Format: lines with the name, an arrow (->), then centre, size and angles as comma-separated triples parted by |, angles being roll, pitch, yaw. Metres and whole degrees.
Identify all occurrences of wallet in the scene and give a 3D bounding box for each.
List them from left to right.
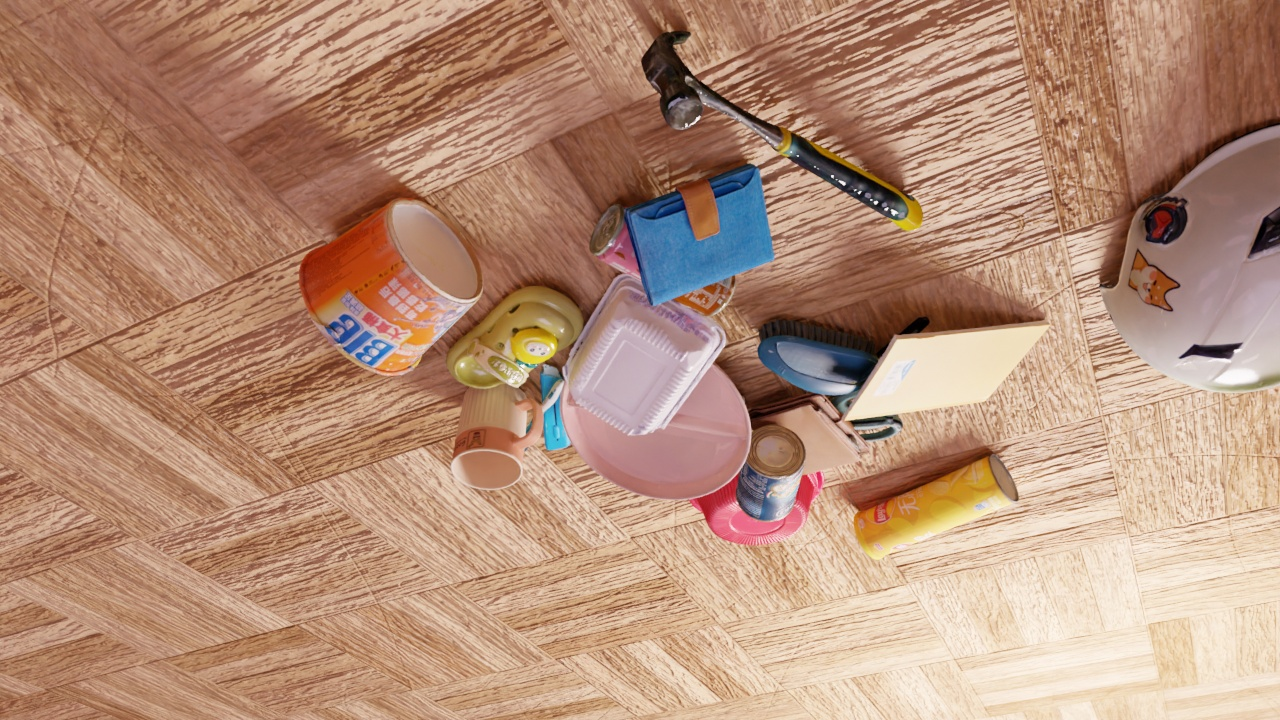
wallet -> 0.058, -0.118, 0.862 | 0.133, 0.040, 0.106 | -21, 122, -9
wallet -> 0.206, 0.091, 1.125 | 0.108, 0.031, 0.132 | -21, 133, 34

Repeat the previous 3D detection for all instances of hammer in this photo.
hammer -> 0.132, -0.187, 0.789 | 0.323, 0.126, 0.032 | 19, 130, -35

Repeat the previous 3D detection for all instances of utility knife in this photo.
utility knife -> -0.106, 0.057, 1.125 | 0.034, 0.018, 0.160 | 1, 138, 1

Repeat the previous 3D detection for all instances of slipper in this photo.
slipper -> -0.141, -0.006, 1.007 | 0.191, 0.081, 0.091 | -30, 133, 34

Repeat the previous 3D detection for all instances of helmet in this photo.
helmet -> 0.585, -0.069, 0.867 | 0.230, 0.156, 0.275 | 7, 139, -8

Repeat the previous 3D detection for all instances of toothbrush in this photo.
toothbrush -> -0.123, 0.071, 1.121 | 0.018, 0.016, 0.192 | 30, 143, -7

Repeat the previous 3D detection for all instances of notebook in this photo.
notebook -> 0.340, 0.013, 1.027 | 0.206, 0.010, 0.146 | -6, 143, -21

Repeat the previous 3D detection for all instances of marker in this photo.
marker -> 0.284, -0.009, 1.047 | 0.018, 0.015, 0.124 | 18, 135, -24

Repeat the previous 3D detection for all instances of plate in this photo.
plate -> 0.017, 0.067, 1.074 | 0.230, 0.028, 0.230 | 8, 123, 13

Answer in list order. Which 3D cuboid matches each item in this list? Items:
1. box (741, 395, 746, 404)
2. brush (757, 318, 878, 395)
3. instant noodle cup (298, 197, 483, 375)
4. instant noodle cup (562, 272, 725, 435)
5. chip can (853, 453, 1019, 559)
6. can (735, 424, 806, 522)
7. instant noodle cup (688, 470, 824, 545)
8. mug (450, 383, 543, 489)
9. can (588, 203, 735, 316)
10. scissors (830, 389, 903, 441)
box -> 0.064, 0.093, 1.140 | 0.087, 0.076, 0.163 | 31, 137, -1
brush -> 0.198, 0.002, 1.016 | 0.143, 0.073, 0.055 | 11, 144, -14
instant noodle cup -> -0.232, -0.077, 0.882 | 0.112, 0.151, 0.151 | -34, 129, 22
instant noodle cup -> -0.006, 0.006, 0.989 | 0.138, 0.060, 0.174 | 32, 124, -3
chip can -> 0.398, 0.201, 1.247 | 0.214, 0.072, 0.072 | -32, 130, 31
can -> 0.157, 0.137, 1.113 | 0.075, 0.075, 0.111 | 0, 143, 0
instant noodle cup -> 0.155, 0.192, 1.243 | 0.194, 0.065, 0.194 | 1, 139, 1
mug -> -0.165, 0.082, 1.086 | 0.115, 0.105, 0.081 | -23, 134, 25
can -> 0.024, -0.098, 0.914 | 0.147, 0.057, 0.058 | 26, 133, -27
scissors -> 0.244, 0.056, 1.119 | 0.185, 0.019, 0.130 | 10, 140, -12
